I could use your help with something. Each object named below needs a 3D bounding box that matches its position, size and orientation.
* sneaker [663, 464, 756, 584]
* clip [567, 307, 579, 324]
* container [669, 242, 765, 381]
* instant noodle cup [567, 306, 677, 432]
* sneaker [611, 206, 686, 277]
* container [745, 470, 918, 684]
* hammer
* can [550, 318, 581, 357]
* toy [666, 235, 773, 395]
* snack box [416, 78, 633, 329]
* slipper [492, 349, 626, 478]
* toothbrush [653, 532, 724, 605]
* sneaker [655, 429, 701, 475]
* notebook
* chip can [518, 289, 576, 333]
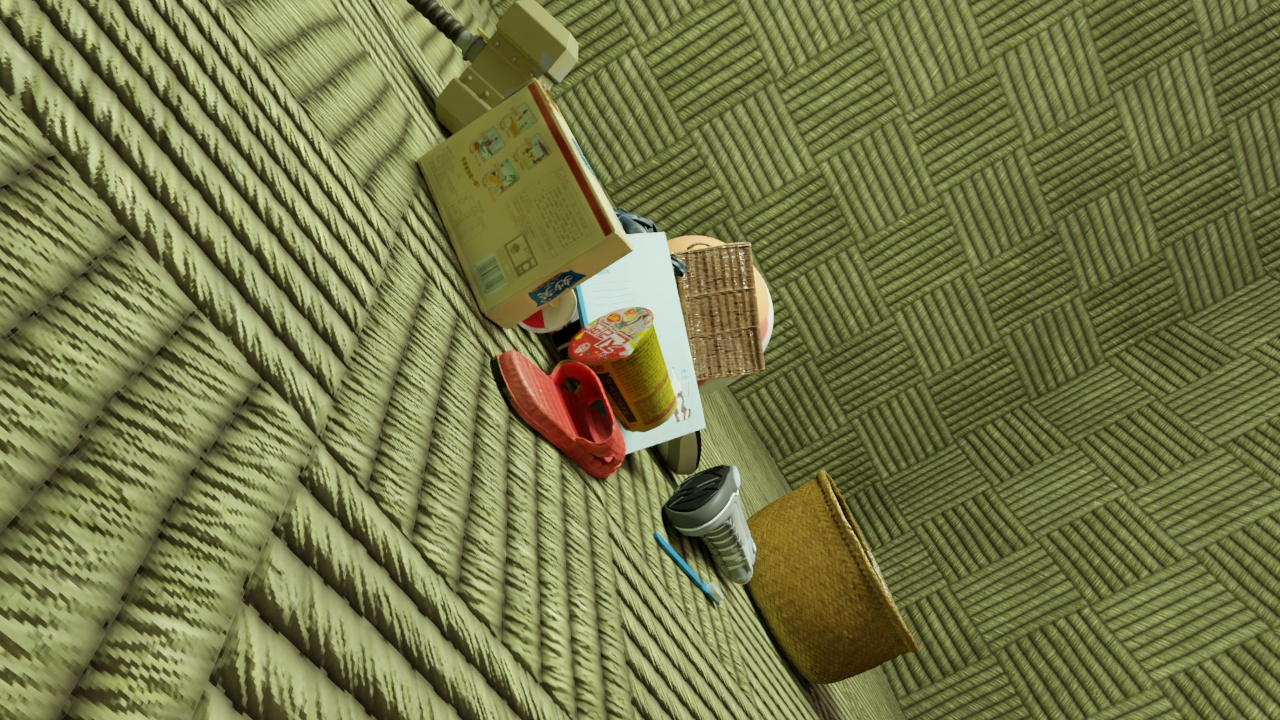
[{"bbox_3d":[0.105,0.232,1.215,0.256,0.093,0.160,-24,92,-81],"label":"sneaker"},{"bbox_3d":[-0.082,-0.074,1.179,0.164,0.031,0.169,44,-33,16],"label":"clip"},{"bbox_3d":[0.100,-0.072,1.331,0.113,0.113,0.198,-151,-127,-76],"label":"container"},{"bbox_3d":[-0.012,0.014,1.000,0.100,0.100,0.112,-106,171,-61],"label":"instant noodle cup"},{"bbox_3d":[-0.008,-0.166,1.272,0.294,0.127,0.121,-64,142,-81],"label":"sneaker"},{"bbox_3d":[0.287,0.356,1.480,0.307,0.197,0.306,60,7,-13],"label":"container"},{"bbox_3d":[-0.259,-0.439,1.170,0.325,0.190,0.100,42,10,-4],"label":"hammer"},{"bbox_3d":[-0.065,-0.037,1.091,0.031,0.080,0.031,58,8,-13],"label":"can"},{"bbox_3d":[0.086,-0.076,1.513,0.265,0.263,0.281,55,-1,24],"label":"toy"},{"bbox_3d":[-0.119,-0.157,0.917,0.207,0.153,0.055,63,11,24],"label":"snack box"},{"bbox_3d":[-0.059,0.047,0.899,0.103,0.059,0.248,63,9,26],"label":"slipper"},{"bbox_3d":[0.059,0.245,1.084,0.166,0.014,0.016,53,10,-39],"label":"toothbrush"},{"bbox_3d":[0.005,0.039,1.290,0.111,0.116,0.294,-118,-165,-68],"label":"sneaker"},{"bbox_3d":[-0.002,-0.025,1.087,0.180,0.009,0.253,-13,92,-48],"label":"notebook"},{"bbox_3d":[-0.128,-0.122,1.054,0.069,0.069,0.220,54,9,-39],"label":"chip can"}]
